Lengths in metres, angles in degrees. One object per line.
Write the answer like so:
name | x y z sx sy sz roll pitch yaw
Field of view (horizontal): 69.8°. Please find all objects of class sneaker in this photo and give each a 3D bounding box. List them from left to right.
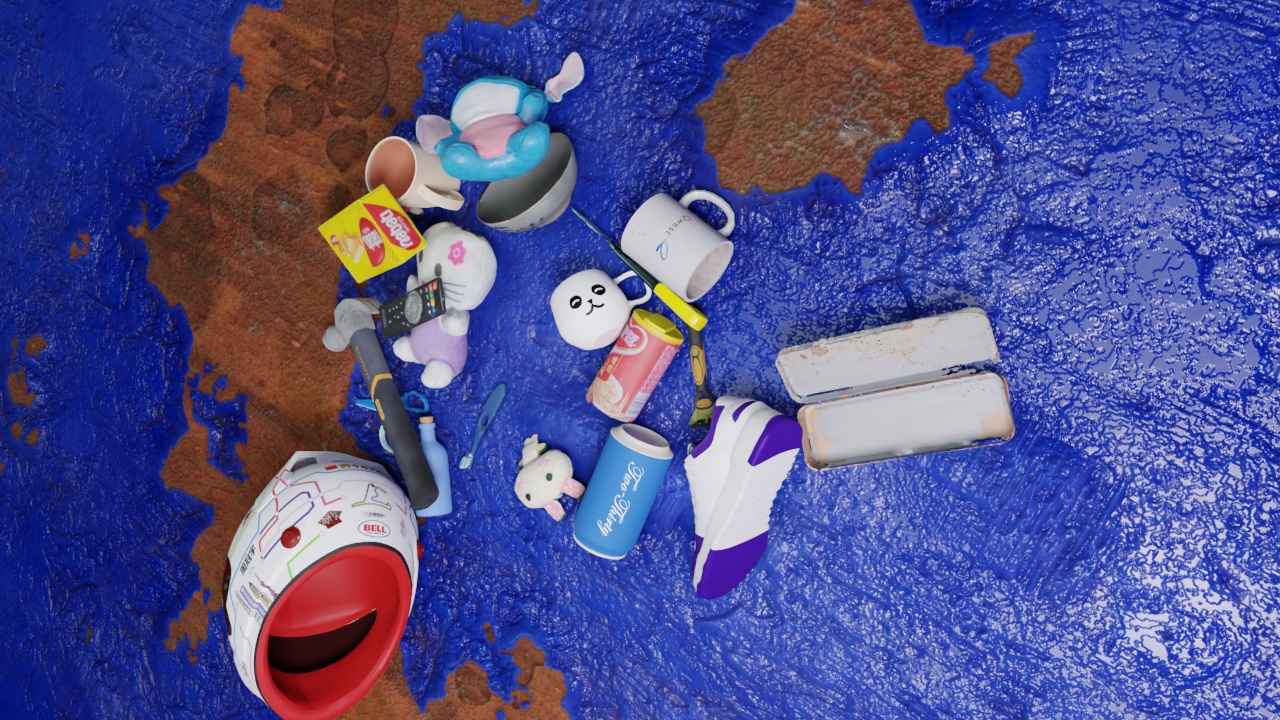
sneaker | 0.088 0.146 1.023 0.111 0.091 0.245 38 119 42

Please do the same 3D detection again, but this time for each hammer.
hammer | -0.339 0.055 1.217 0.140 0.035 0.312 -44 65 40

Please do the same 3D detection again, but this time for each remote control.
remote control | -0.284 -0.064 1.147 0.141 0.021 0.045 -17 80 44

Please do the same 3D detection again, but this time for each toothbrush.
toothbrush | -0.207 0.087 1.205 0.021 0.016 0.132 32 106 20

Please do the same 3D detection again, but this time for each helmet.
helmet | -0.418 0.277 1.197 0.236 0.230 0.314 30 101 50

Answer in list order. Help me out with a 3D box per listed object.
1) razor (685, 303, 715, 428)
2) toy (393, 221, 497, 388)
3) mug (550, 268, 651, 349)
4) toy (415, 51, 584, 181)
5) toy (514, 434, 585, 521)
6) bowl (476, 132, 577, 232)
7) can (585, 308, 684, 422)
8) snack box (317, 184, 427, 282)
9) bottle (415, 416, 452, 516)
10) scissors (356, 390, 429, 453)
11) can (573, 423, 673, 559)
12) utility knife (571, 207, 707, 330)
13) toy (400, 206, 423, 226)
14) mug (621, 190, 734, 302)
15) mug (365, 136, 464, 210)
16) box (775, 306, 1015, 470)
razor | 0.068 0.005 1.065 0.044 0.021 0.144 -9 85 26
toy | -0.245 -0.075 1.178 0.138 0.085 0.210 37 115 43
mug | -0.042 -0.064 1.088 0.123 0.090 0.076 -28 68 -8
toy | -0.161 -0.284 1.101 0.224 0.099 0.191 -20 39 5
toy | -0.121 0.146 1.150 0.087 0.050 0.112 -41 80 21
bowl | -0.127 -0.204 1.118 0.151 0.057 0.150 -25 41 24
can | -0.006 0.006 1.075 0.067 0.066 0.124 37 107 21
snack box | -0.348 -0.159 1.183 0.201 0.042 0.092 -5 122 57
bottle | -0.281 0.140 1.225 0.048 0.048 0.131 -5 89 26
scissors | -0.346 0.071 1.278 0.125 0.014 0.130 8 93 25
can | -0.022 0.153 1.080 0.079 0.078 0.146 28 103 23
utility knife | -0.006 -0.113 1.083 0.233 0.028 0.020 43 103 24
toy | -0.334 -0.192 1.244 0.065 0.050 0.102 26 98 28
mug | 0.054 -0.141 1.041 0.096 0.083 0.119 40 80 20
mug | -0.277 -0.229 1.181 0.111 0.104 0.085 38 107 19
box | 0.261 0.033 0.947 0.217 0.071 0.157 -13 113 26
